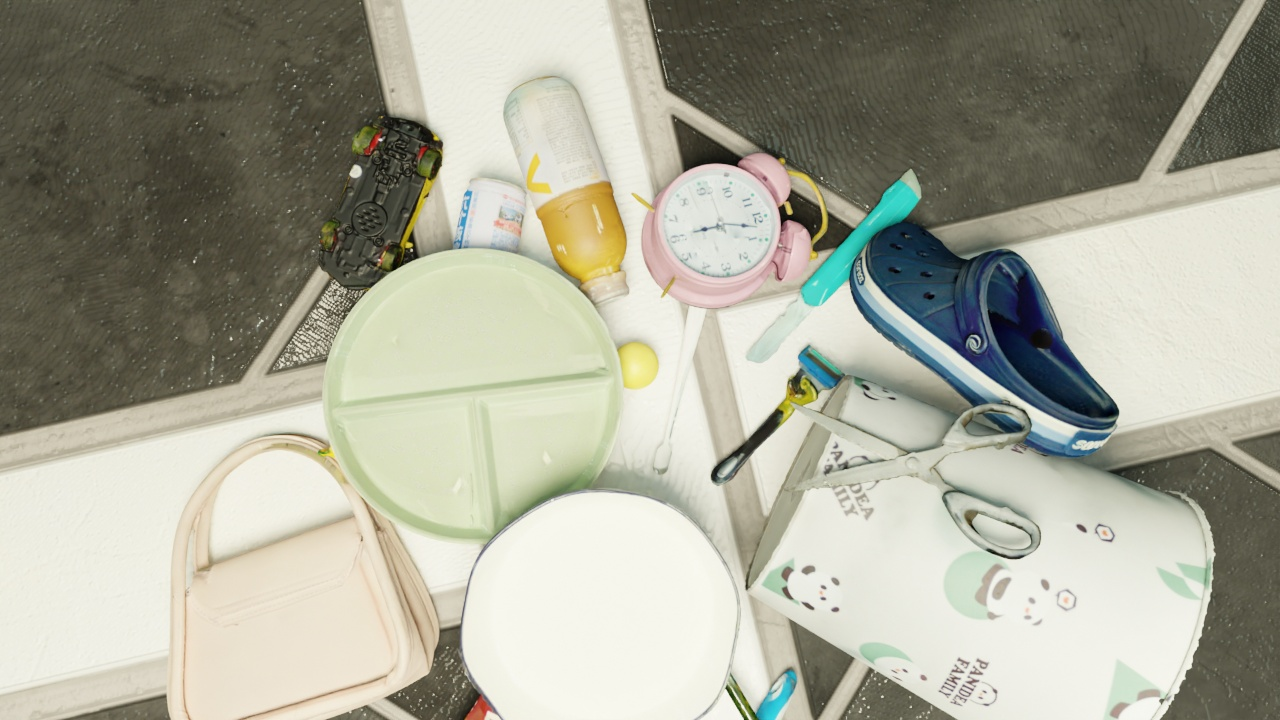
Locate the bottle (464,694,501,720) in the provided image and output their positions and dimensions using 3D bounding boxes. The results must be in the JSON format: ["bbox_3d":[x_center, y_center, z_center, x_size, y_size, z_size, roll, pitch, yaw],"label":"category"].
[{"bbox_3d":[-0.116,0.300,0.738,0.057,0.057,0.175,35,86,1],"label":"bottle"}]

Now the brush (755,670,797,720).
[{"bbox_3d":[0.018,0.379,0.741,0.109,0.060,0.314,25,84,-5],"label":"brush"}]

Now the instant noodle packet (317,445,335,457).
[{"bbox_3d":[-0.185,0.046,0.751,0.111,0.044,0.128,25,77,-2],"label":"instant noodle packet"}]

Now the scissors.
[{"bbox_3d":[0.183,0.066,0.598,0.159,0.014,0.181,-38,66,-23],"label":"scissors"}]

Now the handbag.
[{"bbox_3d":[-0.283,0.172,0.740,0.193,0.093,0.234,-18,79,-2],"label":"handbag"}]

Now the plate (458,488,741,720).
[{"bbox_3d":[-0.029,0.192,0.686,0.205,0.045,0.205,0,96,1],"label":"plate"}]

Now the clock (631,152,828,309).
[{"bbox_3d":[0.079,-0.111,0.763,0.158,0.060,0.117,-15,82,-8],"label":"clock"}]

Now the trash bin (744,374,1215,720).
[{"bbox_3d":[0.229,0.146,0.681,0.252,0.229,0.229,25,86,6],"label":"trash bin"}]

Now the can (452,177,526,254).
[{"bbox_3d":[-0.132,-0.081,0.765,0.053,0.053,0.134,11,86,-1],"label":"can"}]

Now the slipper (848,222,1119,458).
[{"bbox_3d":[0.254,-0.035,0.688,0.105,0.252,0.095,-1,130,-33],"label":"slipper"}]

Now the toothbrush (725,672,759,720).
[{"bbox_3d":[0.073,0.258,0.746,0.017,0.012,0.185,-28,72,-14],"label":"toothbrush"}]

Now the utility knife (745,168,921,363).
[{"bbox_3d":[0.168,-0.079,0.791,0.029,0.013,0.222,43,84,0],"label":"utility knife"}]

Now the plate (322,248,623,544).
[{"bbox_3d":[-0.128,0.027,0.717,0.230,0.027,0.230,0,86,-6],"label":"plate"}]

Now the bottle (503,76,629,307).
[{"bbox_3d":[-0.057,-0.138,0.763,0.068,0.068,0.189,-19,87,-3],"label":"bottle"}]

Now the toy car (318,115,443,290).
[{"bbox_3d":[-0.219,-0.132,0.772,0.071,0.041,0.155,20,84,0],"label":"toy car"}]

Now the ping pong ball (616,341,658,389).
[{"bbox_3d":[-0.005,0.004,0.768,0.040,0.040,0.040,0,86,-1],"label":"ping pong ball"}]

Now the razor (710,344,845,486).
[{"bbox_3d":[0.111,0.053,0.777,0.142,0.022,0.042,-47,62,-1],"label":"razor"}]

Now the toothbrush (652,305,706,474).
[{"bbox_3d":[0.036,0.009,0.783,0.016,0.016,0.180,14,84,-5],"label":"toothbrush"}]
